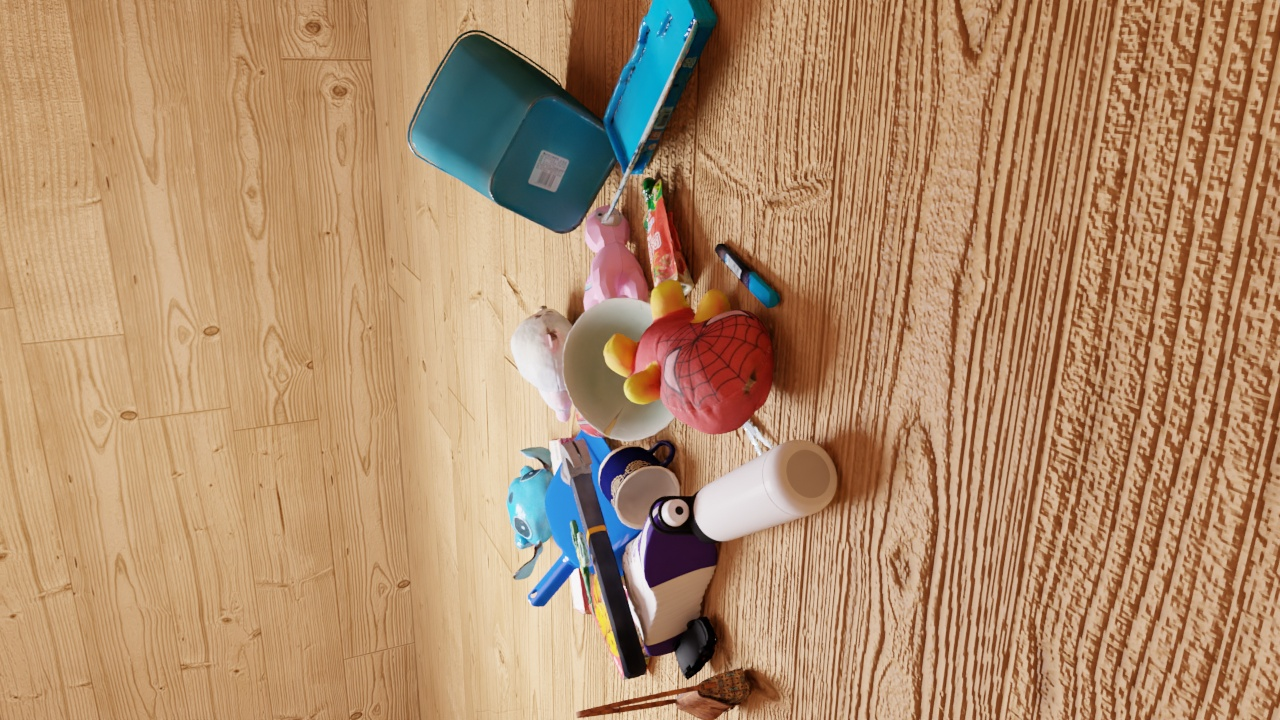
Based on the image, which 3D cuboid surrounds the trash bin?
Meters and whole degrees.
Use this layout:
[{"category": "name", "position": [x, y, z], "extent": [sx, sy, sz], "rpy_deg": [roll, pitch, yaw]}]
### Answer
[{"category": "trash bin", "position": [-0.159, -0.290, 1.210], "extent": [0.218, 0.199, 0.197], "rpy_deg": [43, 107, 45]}]

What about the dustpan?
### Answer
[{"category": "dustpan", "position": [-0.092, 0.248, 1.311], "extent": [0.258, 0.059, 0.245], "rpy_deg": [-51, 40, 11]}]

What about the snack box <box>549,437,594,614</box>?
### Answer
[{"category": "snack box", "position": [-0.096, 0.256, 1.440], "extent": [0.077, 0.044, 0.273], "rpy_deg": [161, 101, -71]}]

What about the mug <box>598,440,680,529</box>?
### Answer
[{"category": "mug", "position": [0.000, 0.143, 1.157], "extent": [0.112, 0.085, 0.089], "rpy_deg": [-56, 30, 4]}]

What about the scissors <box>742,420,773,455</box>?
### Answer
[{"category": "scissors", "position": [0.106, 0.051, 0.958], "extent": [0.135, 0.016, 0.083], "rpy_deg": [-129, 41, -51]}]

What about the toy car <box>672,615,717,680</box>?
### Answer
[{"category": "toy car", "position": [0.070, 0.343, 1.102], "extent": [0.092, 0.036, 0.042], "rpy_deg": [-64, 38, 36]}]

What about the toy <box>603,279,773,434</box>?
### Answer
[{"category": "toy", "position": [0.057, -0.002, 0.936], "extent": [0.147, 0.098, 0.216], "rpy_deg": [-54, 34, -3]}]

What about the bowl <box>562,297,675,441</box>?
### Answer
[{"category": "bowl", "position": [-0.007, 0.007, 1.120], "extent": [0.174, 0.067, 0.174], "rpy_deg": [5, 102, 24]}]

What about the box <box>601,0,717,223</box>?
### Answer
[{"category": "box", "position": [0.018, -0.283, 1.005], "extent": [0.244, 0.060, 0.175], "rpy_deg": [123, 151, -56]}]

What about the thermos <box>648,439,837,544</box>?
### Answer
[{"category": "thermos", "position": [0.094, 0.136, 0.908], "extent": [0.230, 0.101, 0.068], "rpy_deg": [136, 137, -62]}]

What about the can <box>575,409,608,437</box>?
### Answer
[{"category": "can", "position": [-0.036, 0.069, 1.216], "extent": [0.125, 0.066, 0.066], "rpy_deg": [170, 92, -66]}]

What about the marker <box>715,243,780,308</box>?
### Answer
[{"category": "marker", "position": [0.106, -0.087, 0.920], "extent": [0.123, 0.015, 0.018], "rpy_deg": [-125, 32, -50]}]

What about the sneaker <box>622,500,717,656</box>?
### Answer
[{"category": "sneaker", "position": [0.026, 0.240, 1.114], "extent": [0.111, 0.091, 0.245], "rpy_deg": [-121, 28, -49]}]

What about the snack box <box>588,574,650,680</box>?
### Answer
[{"category": "snack box", "position": [-0.025, 0.351, 1.308], "extent": [0.142, 0.040, 0.145], "rpy_deg": [-125, 36, -48]}]

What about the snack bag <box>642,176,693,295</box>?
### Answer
[{"category": "snack bag", "position": [0.025, -0.147, 1.063], "extent": [0.087, 0.044, 0.155], "rpy_deg": [114, 148, -63]}]

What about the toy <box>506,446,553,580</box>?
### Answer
[{"category": "toy", "position": [-0.185, 0.264, 1.568], "extent": [0.192, 0.099, 0.223], "rpy_deg": [134, 139, -67]}]

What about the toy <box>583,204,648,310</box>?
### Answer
[{"category": "toy", "position": [-0.039, -0.112, 1.172], "extent": [0.124, 0.067, 0.157], "rpy_deg": [116, 145, -55]}]

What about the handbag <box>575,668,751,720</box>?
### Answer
[{"category": "handbag", "position": [0.025, 0.383, 1.017], "extent": [0.094, 0.195, 0.043], "rpy_deg": [118, 144, -57]}]

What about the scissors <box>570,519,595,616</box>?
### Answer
[{"category": "scissors", "position": [-0.069, 0.267, 1.172], "extent": [0.108, 0.012, 0.131], "rpy_deg": [127, 130, -75]}]

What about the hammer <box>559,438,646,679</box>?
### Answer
[{"category": "hammer", "position": [-0.049, 0.246, 1.165], "extent": [0.140, 0.035, 0.312], "rpy_deg": [100, 155, -62]}]

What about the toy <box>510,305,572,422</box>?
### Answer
[{"category": "toy", "position": [-0.134, 0.011, 1.392], "extent": [0.138, 0.101, 0.180], "rpy_deg": [-114, 9, -58]}]
